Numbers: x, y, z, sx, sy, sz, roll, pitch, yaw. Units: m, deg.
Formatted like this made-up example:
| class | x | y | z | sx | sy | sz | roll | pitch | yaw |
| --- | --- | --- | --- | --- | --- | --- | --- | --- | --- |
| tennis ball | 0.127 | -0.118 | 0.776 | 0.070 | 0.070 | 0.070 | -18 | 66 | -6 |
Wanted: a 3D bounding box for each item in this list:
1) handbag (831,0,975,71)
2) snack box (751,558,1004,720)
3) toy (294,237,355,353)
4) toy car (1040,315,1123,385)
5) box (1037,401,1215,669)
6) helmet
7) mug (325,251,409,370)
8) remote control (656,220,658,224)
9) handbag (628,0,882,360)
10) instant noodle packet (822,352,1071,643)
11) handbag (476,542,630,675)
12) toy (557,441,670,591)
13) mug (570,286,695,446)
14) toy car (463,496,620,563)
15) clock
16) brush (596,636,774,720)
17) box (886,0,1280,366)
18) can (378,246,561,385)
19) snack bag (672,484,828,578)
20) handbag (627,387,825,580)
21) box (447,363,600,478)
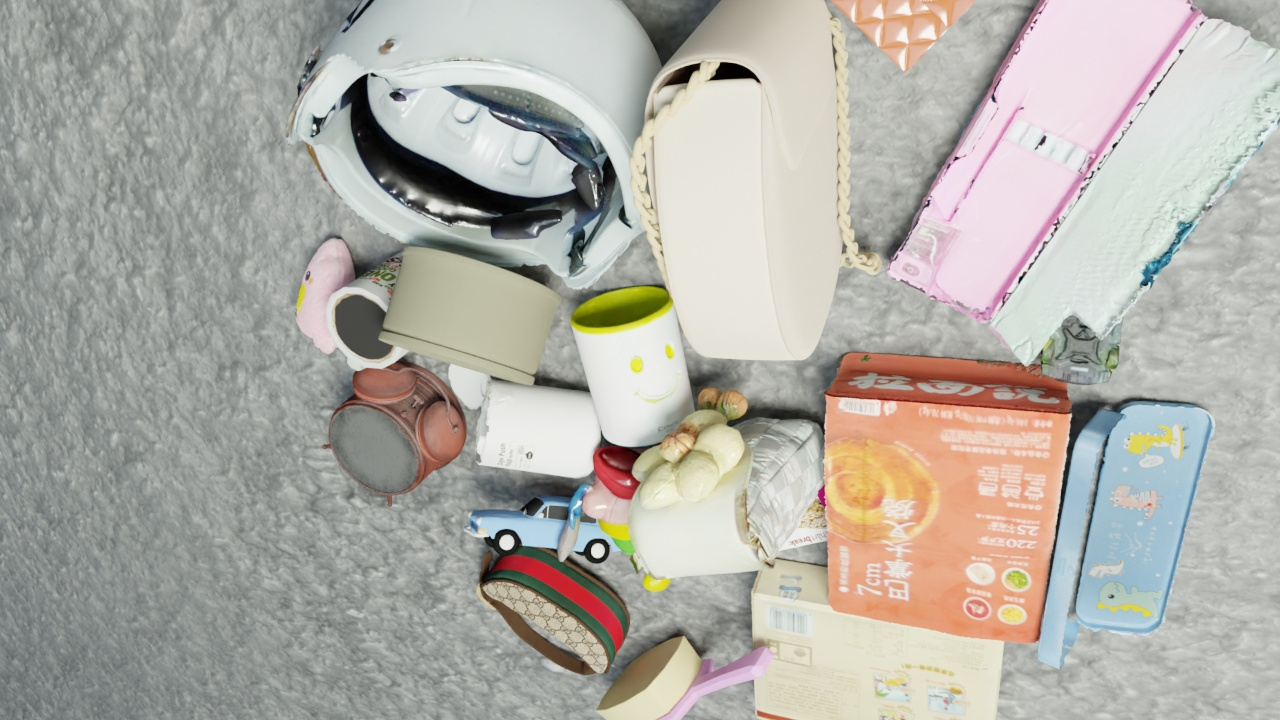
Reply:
| class | x | y | z | sx | sy | sz | roll | pitch | yaw |
| --- | --- | --- | --- | --- | --- | --- | --- | --- | --- |
| handbag | 0.137 | -0.274 | 0.544 | 0.172 | 0.060 | 0.109 | 43 | 121 | -3 |
| snack box | 0.206 | 0.264 | 0.806 | 0.208 | 0.055 | 0.153 | 5 | 117 | 20 |
| toy | -0.286 | -0.050 | 0.835 | 0.050 | 0.093 | 0.103 | 8 | 136 | -30 |
| toy car | 0.300 | -0.036 | 0.617 | 0.048 | 0.033 | 0.105 | 9 | 107 | 21 |
| box | 0.344 | 0.128 | 0.675 | 0.120 | 0.049 | 0.210 | -13 | 118 | -17 |
| helmet | -0.098 | -0.172 | 0.625 | 0.236 | 0.163 | 0.265 | 25 | 156 | -24 |
| mug | -0.222 | -0.036 | 0.804 | 0.073 | 0.089 | 0.105 | 37 | 125 | 1 |
| remote control | 0.044 | -0.105 | 0.697 | 0.074 | 0.019 | 0.151 | -15 | 109 | 29 |
| handbag | 0.081 | -0.108 | 0.562 | 0.103 | 0.210 | 0.209 | 2 | 127 | 22 |
| instant noodle packet | 0.223 | 0.115 | 0.689 | 0.164 | 0.083 | 0.221 | 4 | 112 | 20 |
| handbag | -0.096 | 0.258 | 0.933 | 0.166 | 0.063 | 0.139 | 32 | 134 | 3 |
| toy | -0.004 | 0.133 | 0.790 | 0.097 | 0.124 | 0.132 | 54 | 145 | 34 |
| mug | -0.004 | 0.004 | 0.738 | 0.083 | 0.082 | 0.106 | -2 | 116 | 24 |
| toy car | -0.083 | 0.150 | 0.835 | 0.153 | 0.056 | 0.054 | 9 | 85 | -19 |
| clock | -0.227 | 0.060 | 0.869 | 0.120 | 0.072 | 0.158 | 42 | 125 | -3 |
| brush | 0.039 | 0.297 | 0.859 | 0.043 | 0.089 | 0.229 | 47 | 136 | 0 |
| box | 0.270 | -0.113 | 0.570 | 0.159 | 0.066 | 0.231 | 43 | 128 | 26 |
| can | -0.133 | -0.033 | 0.718 | 0.128 | 0.127 | 0.073 | 15 | 85 | 15 |
| snack bag | 0.087 | 0.151 | 0.819 | 0.197 | 0.016 | 0.070 | -21 | 108 | 31 |
| handbag | 0.069 | 0.086 | 0.702 | 0.113 | 0.171 | 0.123 | -16 | 102 | 37 |
| box | -0.108 | 0.038 | 0.815 | 0.136 | 0.143 | 0.083 | 8 | 129 | -16 |
